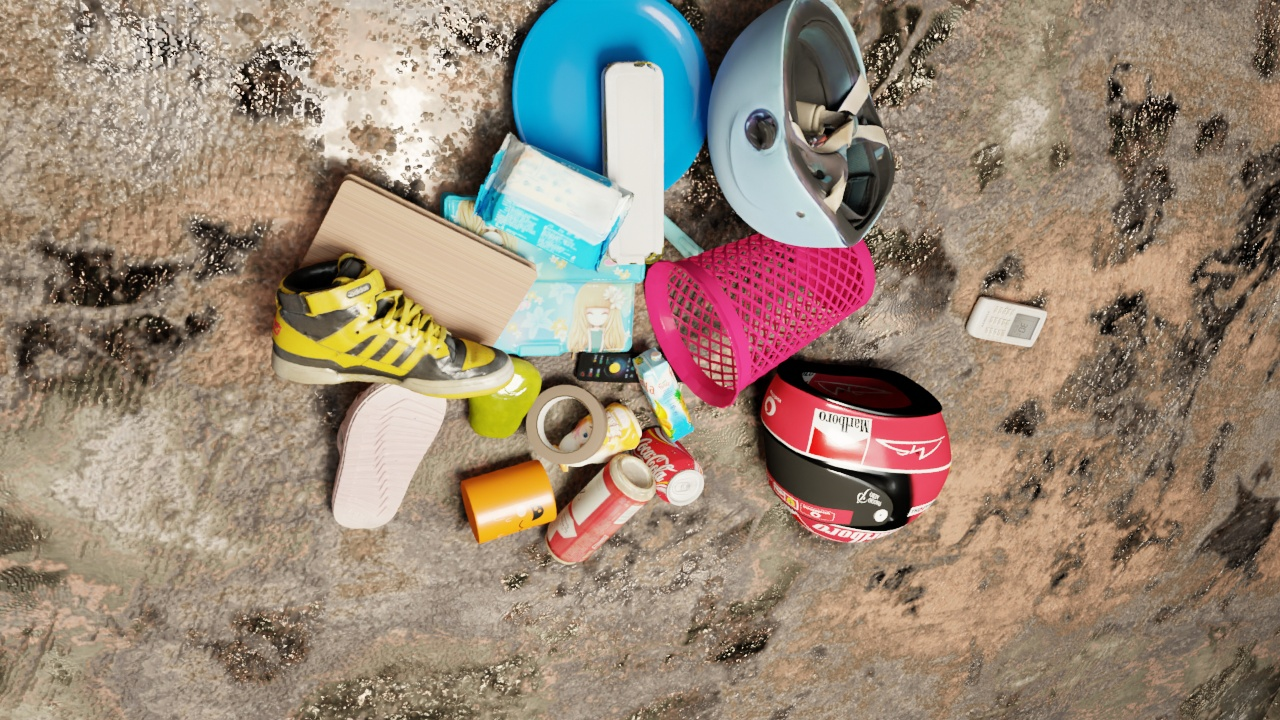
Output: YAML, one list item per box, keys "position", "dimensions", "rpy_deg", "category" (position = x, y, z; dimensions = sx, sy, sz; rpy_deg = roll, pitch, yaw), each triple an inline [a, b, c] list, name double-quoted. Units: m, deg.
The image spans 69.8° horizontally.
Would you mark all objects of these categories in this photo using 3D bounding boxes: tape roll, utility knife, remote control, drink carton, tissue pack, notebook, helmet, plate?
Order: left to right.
- position: [-0.238, -0.072, 0.945]
  dimensions: [0.210, 0.022, 0.169]
  rpy_deg: [25, 116, -24]
  category: "notebook"
- position: [-0.088, -0.159, 0.924]
  dimensions: [0.144, 0.061, 0.093]
  rpy_deg: [24, 108, -13]
  category: "tissue pack"
- position: [-0.087, 0.076, 1.089]
  dimensions: [0.094, 0.030, 0.093]
  rpy_deg: [-1, 85, 7]
  category: "tape roll"
- position: [-0.029, -0.276, 0.966]
  dimensions: [0.224, 0.024, 0.224]
  rpy_deg: [-7, 108, -22]
  category: "plate"
- position: [-0.007, 0.007, 1.133]
  dimensions: [0.151, 0.020, 0.041]
  rpy_deg: [1, 116, -25]
  category: "remote control"
- position: [0.029, 0.042, 1.130]
  dimensions: [0.038, 0.044, 0.129]
  rpy_deg: [-29, 129, -7]
  category: "drink carton"
- position: [0.031, -0.156, 1.072]
  dimensions: [0.120, 0.015, 0.022]
  rpy_deg: [39, 85, -33]
  category: "utility knife"
- position: [0.160, -0.248, 0.982]
  dimensions: [0.224, 0.167, 0.266]
  rpy_deg: [-40, 122, -48]
  category: "helmet"
- position: [0.277, 0.130, 1.225]
  dimensions: [0.270, 0.197, 0.225]
  rpy_deg: [5, 112, -19]
  category: "helmet"
- position: [0.542, -0.057, 1.358]
  dimensions: [0.138, 0.025, 0.060]
  rpy_deg: [7, 111, -28]
  category: "remote control"

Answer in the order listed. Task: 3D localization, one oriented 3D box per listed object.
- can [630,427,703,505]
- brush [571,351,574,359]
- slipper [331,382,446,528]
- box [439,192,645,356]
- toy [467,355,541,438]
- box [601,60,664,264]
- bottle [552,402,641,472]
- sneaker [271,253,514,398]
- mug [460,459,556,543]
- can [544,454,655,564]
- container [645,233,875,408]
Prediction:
- position: [0.034, 0.134, 1.165]
  dimensions: [0.064, 0.105, 0.064]
  rpy_deg: [-11, 119, -21]
  category: "can"
- position: [-0.064, -0.061, 1.073]
  dimensions: [0.048, 0.017, 0.126]
  rpy_deg: [3, 113, -27]
  category: "brush"
- position: [-0.288, 0.090, 1.016]
  dimensions: [0.094, 0.064, 0.240]
  rpy_deg: [9, 128, -28]
  category: "slipper"
- position: [-0.106, -0.090, 1.010]
  dimensions: [0.226, 0.039, 0.182]
  rpy_deg: [-2, 108, -20]
  category: "box"
- position: [-0.164, 0.043, 1.057]
  dimensions: [0.090, 0.051, 0.110]
  rpy_deg: [9, 113, -26]
  category: "toy"
- position: [-0.009, -0.206, 0.966]
  dimensions: [0.065, 0.044, 0.210]
  rpy_deg: [-4, 107, -10]
  category: "box"
- position: [-0.055, 0.098, 1.131]
  dimensions: [0.108, 0.063, 0.063]
  rpy_deg: [-26, 123, -11]
  category: "bottle"
- position: [-0.240, -0.036, 0.899]
  dimensions: [0.238, 0.086, 0.122]
  rpy_deg: [4, 125, -9]
  category: "sneaker"
- position: [-0.162, 0.179, 1.121]
  dimensions: [0.095, 0.077, 0.113]
  rpy_deg: [-15, 151, -18]
  category: "mug"
- position: [-0.052, 0.188, 1.143]
  dimensions: [0.067, 0.067, 0.171]
  rpy_deg: [20, 128, -32]
  category: "can"
- position: [0.149, -0.076, 1.085]
  dimensions: [0.225, 0.183, 0.183]
  rpy_deg: [-27, 123, -20]
  category: "container"
